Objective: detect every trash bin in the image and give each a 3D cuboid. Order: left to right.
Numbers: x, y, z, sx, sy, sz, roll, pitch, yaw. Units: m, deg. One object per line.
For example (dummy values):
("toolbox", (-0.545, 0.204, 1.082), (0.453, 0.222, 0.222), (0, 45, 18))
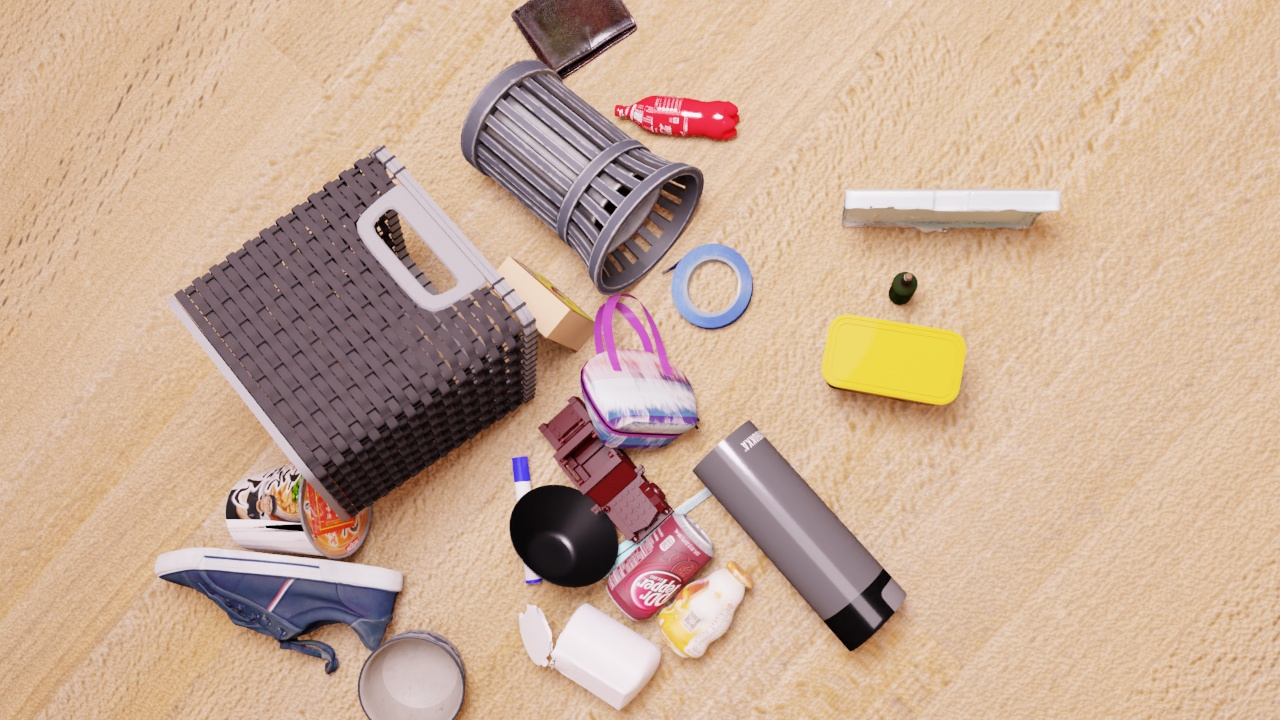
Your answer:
("trash bin", (-0.071, -0.207, 0.997), (0.227, 0.164, 0.164), (41, 93, 16))

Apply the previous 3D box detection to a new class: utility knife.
("utility knife", (0.016, 0.187, 1.015), (0.168, 0.015, 0.022), (-36, 80, 3))

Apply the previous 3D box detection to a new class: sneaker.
("sneaker", (-0.421, 0.283, 1.048), (0.295, 0.121, 0.127), (6, 73, 9))

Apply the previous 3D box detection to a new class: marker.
("marker", (-0.128, 0.180, 1.039), (0.020, 0.020, 0.141), (-9, 83, 10))

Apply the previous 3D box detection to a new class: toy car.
("toy car", (-0.042, 0.117, 1.002), (0.070, 0.062, 0.170), (-42, 73, 5))

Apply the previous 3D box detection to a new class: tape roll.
("tape roll", (0.080, -0.082, 1.024), (0.091, 0.016, 0.093), (-30, 80, 7))

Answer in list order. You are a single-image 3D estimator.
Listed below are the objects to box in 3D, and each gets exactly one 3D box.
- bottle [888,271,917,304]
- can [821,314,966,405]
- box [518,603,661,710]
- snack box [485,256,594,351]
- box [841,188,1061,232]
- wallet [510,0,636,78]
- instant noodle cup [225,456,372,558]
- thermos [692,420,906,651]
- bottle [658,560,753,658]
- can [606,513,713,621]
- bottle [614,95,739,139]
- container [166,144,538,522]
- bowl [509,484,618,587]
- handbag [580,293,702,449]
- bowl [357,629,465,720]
("bottle", (0.270, -0.076, 0.939), (0.025, 0.106, 0.025), (-1, 84, 11))
("can", (0.254, 0.003, 0.937), (0.131, 0.101, 0.072), (10, 86, 12))
("box", (-0.064, 0.305, 0.980), (0.161, 0.081, 0.091), (30, 50, 15))
("snack box", (-0.104, -0.059, 1.003), (0.088, 0.125, 0.040), (41, 93, 12))
("box", (0.304, -0.156, 0.924), (0.197, 0.136, 0.043), (3, 91, 12))
("wallet", (-0.078, -0.400, 1.082), (0.120, 0.031, 0.099), (-32, 82, 4))
("instant noodle cup", (-0.397, 0.169, 1.052), (0.122, 0.123, 0.123), (-9, 83, 20))
("thermos", (0.164, 0.178, 0.948), (0.082, 0.082, 0.240), (-43, 78, 5))
("bottle", (0.070, 0.261, 0.969), (0.063, 0.063, 0.109), (44, 94, 12))
("can", (0.021, 0.221, 0.983), (0.114, 0.063, 0.063), (-45, 78, 4))
("bottle", (0.040, -0.277, 1.038), (0.142, 0.042, 0.042), (9, 86, 12))
("container", (-0.279, -0.013, 0.933), (0.243, 0.246, 0.247), (-38, 78, -19))
("bowl", (-0.091, 0.202, 1.001), (0.124, 0.123, 0.053), (44, 134, 12))
("handbag", (-0.006, 0.006, 0.995), (0.068, 0.144, 0.169), (-41, 53, 46))
("bowl", (-0.249, 0.353, 1.020), (0.115, 0.059, 0.115), (0, 94, -2))
